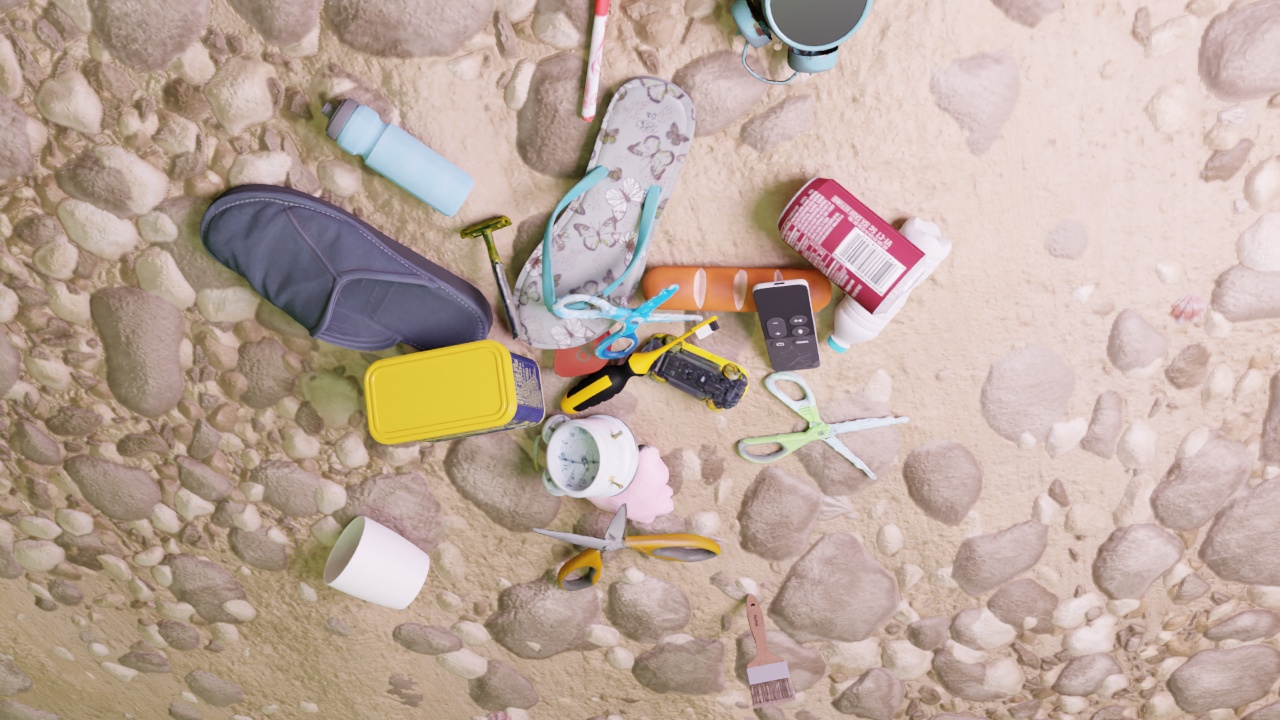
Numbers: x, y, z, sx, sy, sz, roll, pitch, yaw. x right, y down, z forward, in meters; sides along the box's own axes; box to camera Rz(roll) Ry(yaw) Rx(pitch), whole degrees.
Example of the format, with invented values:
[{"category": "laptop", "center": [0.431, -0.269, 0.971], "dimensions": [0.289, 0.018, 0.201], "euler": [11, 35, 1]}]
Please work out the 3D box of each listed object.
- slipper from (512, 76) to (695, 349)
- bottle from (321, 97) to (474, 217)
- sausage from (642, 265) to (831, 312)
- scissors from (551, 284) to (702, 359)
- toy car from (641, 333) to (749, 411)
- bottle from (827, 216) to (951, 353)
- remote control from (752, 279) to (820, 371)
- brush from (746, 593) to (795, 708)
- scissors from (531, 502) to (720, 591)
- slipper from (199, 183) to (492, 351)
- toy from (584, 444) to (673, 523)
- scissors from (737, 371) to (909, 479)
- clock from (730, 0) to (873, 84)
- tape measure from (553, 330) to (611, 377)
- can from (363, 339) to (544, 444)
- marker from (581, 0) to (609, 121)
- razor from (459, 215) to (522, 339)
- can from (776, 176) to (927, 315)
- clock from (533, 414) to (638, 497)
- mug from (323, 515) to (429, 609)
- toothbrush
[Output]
[{"category": "slipper", "center": [-0.030, -0.103, 0.769], "dimensions": [0.098, 0.054, 0.269], "euler": [25, 119, -11]}, {"category": "bottle", "center": [-0.200, -0.168, 0.749], "dimensions": [0.130, 0.040, 0.040], "euler": [33, 121, -18]}, {"category": "sausage", "center": [0.084, -0.062, 0.802], "dimensions": [0.164, 0.044, 0.039], "euler": [1, 97, 1]}, {"category": "scissors", "center": [-0.014, -0.032, 0.795], "dimensions": [0.134, 0.011, 0.140], "euler": [-1, 153, -14]}, {"category": "toy car", "center": [0.050, 0.009, 0.863], "dimensions": [0.107, 0.030, 0.049], "euler": [26, 125, 2]}, {"category": "bottle", "center": [0.209, -0.060, 0.795], "dimensions": [0.044, 0.044, 0.137], "euler": [26, 123, -14]}, {"category": "remote control", "center": [0.130, -0.028, 0.807], "dimensions": [0.045, 0.008, 0.147], "euler": [-5, 151, 13]}, {"category": "brush", "center": [0.132, 0.314, 1.009], "dimensions": [0.045, 0.143, 0.008], "euler": [-13, 125, 3]}, {"category": "scissors", "center": [-0.018, 0.205, 0.991], "dimensions": [0.229, 0.016, 0.226], "euler": [4, 145, -15]}, {"category": "slipper", "center": [-0.263, -0.061, 0.805], "dimensions": [0.265, 0.083, 0.109], "euler": [26, 125, -12]}, {"category": "toy", "center": [-0.006, 0.132, 0.944], "dimensions": [0.103, 0.050, 0.093], "euler": [-30, 122, 29]}, {"category": "scissors", "center": [0.177, 0.066, 0.906], "dimensions": [0.171, 0.024, 0.166], "euler": [-12, 118, 10]}, {"category": "clock", "center": [0.117, -0.254, 0.657], "dimensions": [0.090, 0.053, 0.124], "euler": [22, 127, -11]}, {"category": "tape measure", "center": [-0.054, -0.011, 0.863], "dimensions": [0.051, 0.019, 0.059], "euler": [10, 116, -2]}, {"category": "can", "center": [-0.166, 0.033, 0.843], "dimensions": [0.135, 0.104, 0.075], "euler": [-10, 82, 11]}, {"category": "marker", "center": [-0.031, -0.249, 0.696], "dimensions": [0.013, 0.012, 0.142], "euler": [9, 126, -3]}, {"category": "razor", "center": [-0.121, -0.069, 0.796], "dimensions": [0.042, 0.026, 0.106], "euler": [-16, 92, 14]}, {"category": "can", "center": [0.170, -0.092, 0.739], "dimensions": [0.114, 0.063, 0.063], "euler": [42, 123, 11]}, {"category": "clock", "center": [-0.059, 0.095, 0.904], "dimensions": [0.118, 0.057, 0.083], "euler": [-2, 88, 36]}, {"category": "mug", "center": [-0.300, 0.230, 1.029], "dimensions": [0.087, 0.080, 0.114], "euler": [34, 152, -26]}, {"category": "toothbrush", "center": [-0.005, 0.005, 0.854], "dimensions": [0.197, 0.031, 0.031], "euler": [-31, 85, 34]}]
